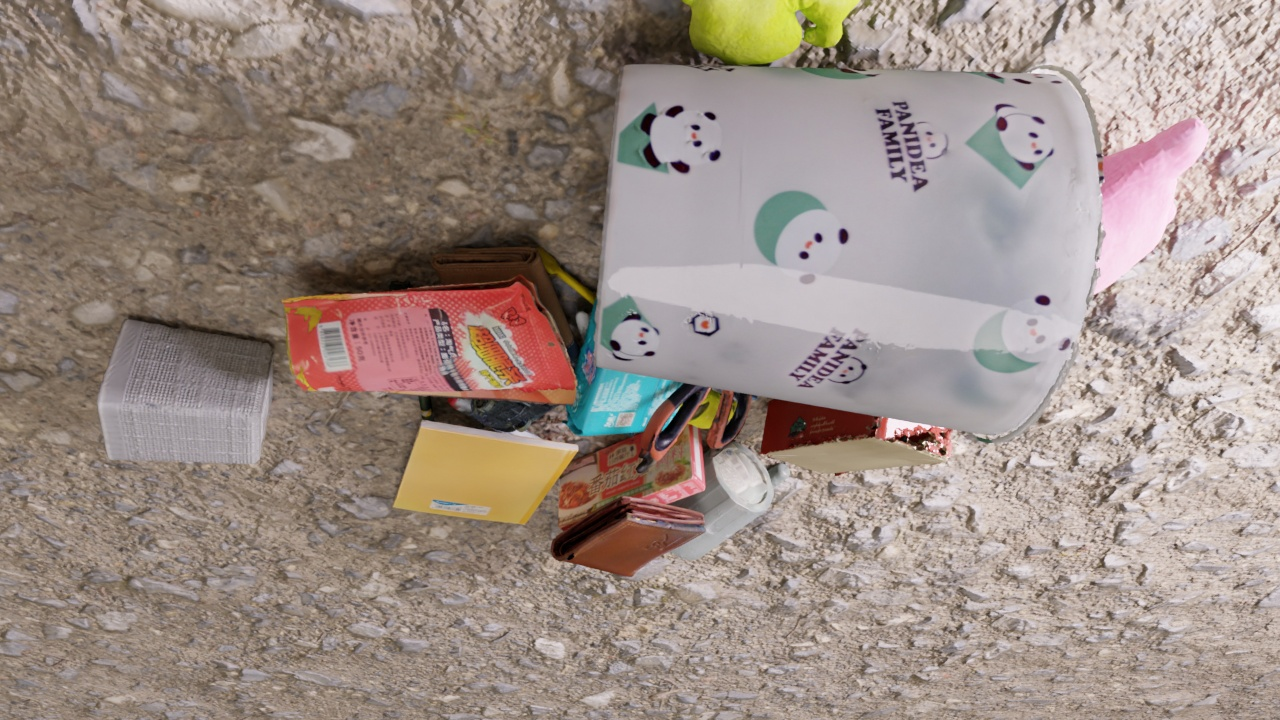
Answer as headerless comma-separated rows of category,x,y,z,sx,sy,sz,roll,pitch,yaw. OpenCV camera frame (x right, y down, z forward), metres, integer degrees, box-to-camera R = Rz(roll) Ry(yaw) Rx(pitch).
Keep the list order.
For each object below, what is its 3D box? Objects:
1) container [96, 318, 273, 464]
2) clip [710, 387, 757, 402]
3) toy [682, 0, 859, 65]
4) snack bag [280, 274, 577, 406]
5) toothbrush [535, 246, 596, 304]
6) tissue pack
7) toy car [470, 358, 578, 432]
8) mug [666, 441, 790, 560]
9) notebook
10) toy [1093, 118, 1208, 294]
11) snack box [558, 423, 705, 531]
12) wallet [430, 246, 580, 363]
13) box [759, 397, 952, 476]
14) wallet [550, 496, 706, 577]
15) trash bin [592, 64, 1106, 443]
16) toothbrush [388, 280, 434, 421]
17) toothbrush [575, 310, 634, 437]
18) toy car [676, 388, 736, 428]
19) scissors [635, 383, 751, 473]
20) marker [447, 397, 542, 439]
container,-0.367,0.030,0.753,0.114,0.090,0.090,7,140,-17
clip,0.077,0.022,0.819,0.058,0.025,0.036,26,126,-23
toy,0.076,-0.207,0.539,0.100,0.031,0.096,-32,134,30
snack bag,-0.160,-0.012,0.700,0.208,0.073,0.129,-1,137,12
toothbrush,-0.025,-0.035,0.750,0.017,0.015,0.190,-25,136,31
tissue pack,-0.004,0.004,0.738,0.093,0.050,0.134,-1,128,-31
toy car,-0.095,0.024,0.799,0.121,0.036,0.054,-30,136,27
mug,0.083,0.138,0.927,0.123,0.083,0.104,-3,148,-45
notebook,-0.159,0.116,0.901,0.145,0.010,0.207,11,148,-16
toy,0.303,-0.077,0.659,0.194,0.074,0.178,-31,153,1
snack box,-0.011,0.112,0.881,0.153,0.075,0.025,-24,135,24
wallet,-0.104,-0.040,0.716,0.090,0.033,0.115,1,142,17
box,0.181,0.063,0.783,0.091,0.078,0.169,17,163,-23
wallet,-0.011,0.170,0.869,0.101,0.032,0.125,19,139,-35
trash bin,0.104,-0.075,0.565,0.252,0.229,0.230,6,140,-1
toothbrush,-0.193,-0.001,0.784,0.017,0.012,0.186,5,140,-1
toothbrush,-0.028,0.017,0.802,0.016,0.018,0.192,2,147,16
toy car,0.040,0.039,0.831,0.105,0.032,0.048,17,136,-25
scissors,0.065,0.009,0.745,0.226,0.015,0.189,-49,148,1
marker,-0.122,0.066,0.864,0.017,0.017,0.145,-30,133,29
